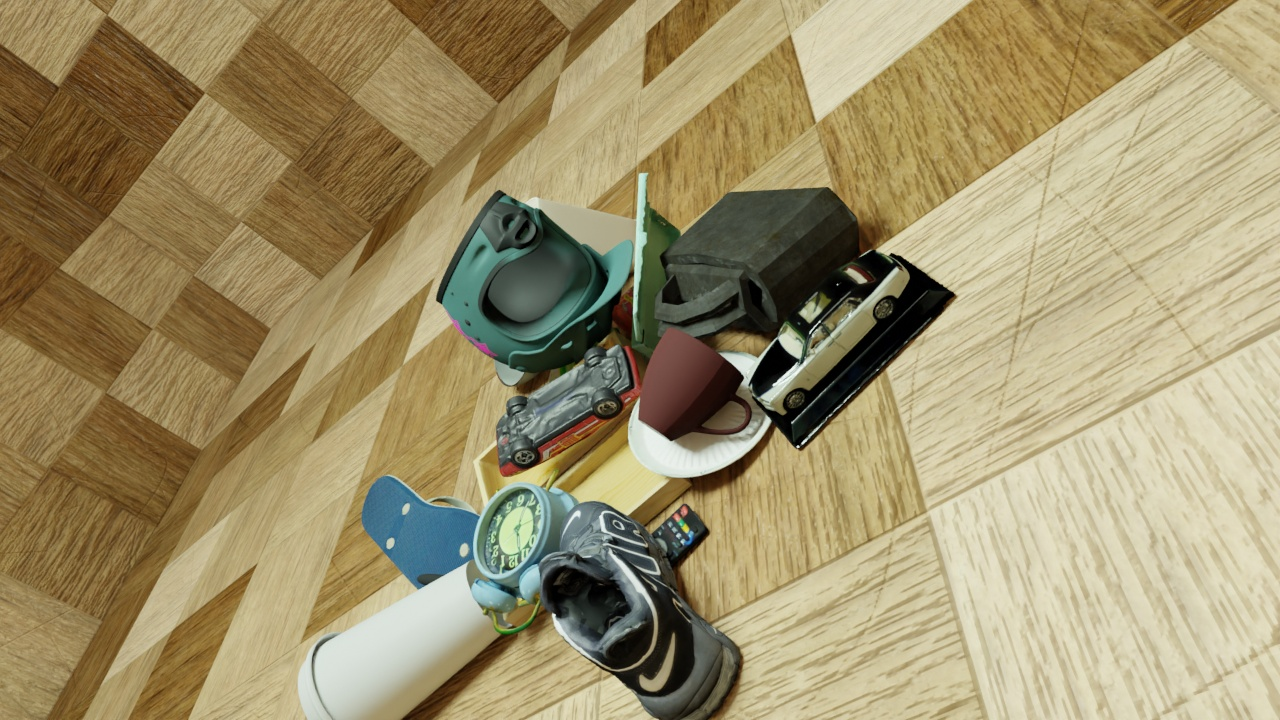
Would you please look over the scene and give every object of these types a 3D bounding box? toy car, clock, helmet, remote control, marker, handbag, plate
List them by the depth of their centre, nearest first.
[{"bbox_3d":[0.168,-0.025,0.810,0.192,0.071,0.094,-46,35,9],"label":"toy car"},{"bbox_3d":[0.003,0.194,0.847,0.140,0.021,0.045,-45,35,2],"label":"remote control"},{"bbox_3d":[0.061,0.052,0.900,0.157,0.014,0.156,-18,43,17],"label":"plate"},{"bbox_3d":[-0.114,0.194,0.919,0.118,0.060,0.161,-25,50,31],"label":"clock"},{"bbox_3d":[0.102,-0.085,0.964,0.199,0.102,0.197,-39,23,-15],"label":"handbag"},{"bbox_3d":[-0.081,0.055,0.995,0.190,0.056,0.081,-33,42,17],"label":"toy car"},{"bbox_3d":[-0.211,0.257,1.055,0.134,0.018,0.015,-5,11,37],"label":"marker"},{"bbox_3d":[-0.119,-0.084,1.095,0.176,0.200,0.275,-60,8,-22],"label":"helmet"},{"bbox_3d":[-0.127,-0.150,1.326,0.198,0.194,0.101,-22,69,48],"label":"handbag"}]

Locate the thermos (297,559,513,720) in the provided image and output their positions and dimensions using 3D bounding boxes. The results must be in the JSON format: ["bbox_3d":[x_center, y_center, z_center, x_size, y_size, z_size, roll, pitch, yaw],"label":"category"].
[{"bbox_3d":[-0.244,0.308,0.983,0.222,0.131,0.131,-36,28,10],"label":"thermos"}]

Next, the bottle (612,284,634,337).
[{"bbox_3d":[0.020,-0.092,1.167,0.134,0.048,0.071,-46,26,7],"label":"bottle"}]

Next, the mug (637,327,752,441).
[{"bbox_3d":[0.049,0.037,0.863,0.088,0.114,0.087,-56,-14,-6],"label":"mug"}]

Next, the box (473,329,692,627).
[{"bbox_3d":[-0.074,0.124,1.013,0.247,0.068,0.253,-43,32,16],"label":"box"}]

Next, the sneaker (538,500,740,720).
[{"bbox_3d":[-0.037,0.181,0.752,0.097,0.151,0.252,-47,36,-1],"label":"sneaker"}]

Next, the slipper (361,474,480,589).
[{"bbox_3d":[-0.259,0.226,1.156,0.295,0.060,0.118,18,82,44],"label":"slipper"}]

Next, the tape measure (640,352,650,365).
[{"bbox_3d":[-0.007,0.006,1.110,0.062,0.020,0.060,-33,31,33],"label":"tape measure"}]

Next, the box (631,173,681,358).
[{"bbox_3d":[0.011,-0.102,1.053,0.052,0.139,0.186,-10,60,23],"label":"box"}]

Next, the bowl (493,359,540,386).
[{"bbox_3d":[-0.158,-0.033,1.333,0.151,0.056,0.150,-23,63,54],"label":"bowl"}]

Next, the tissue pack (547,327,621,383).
[{"bbox_3d":[-0.072,0.012,1.172,0.100,0.034,0.113,-19,39,23],"label":"tissue pack"}]
